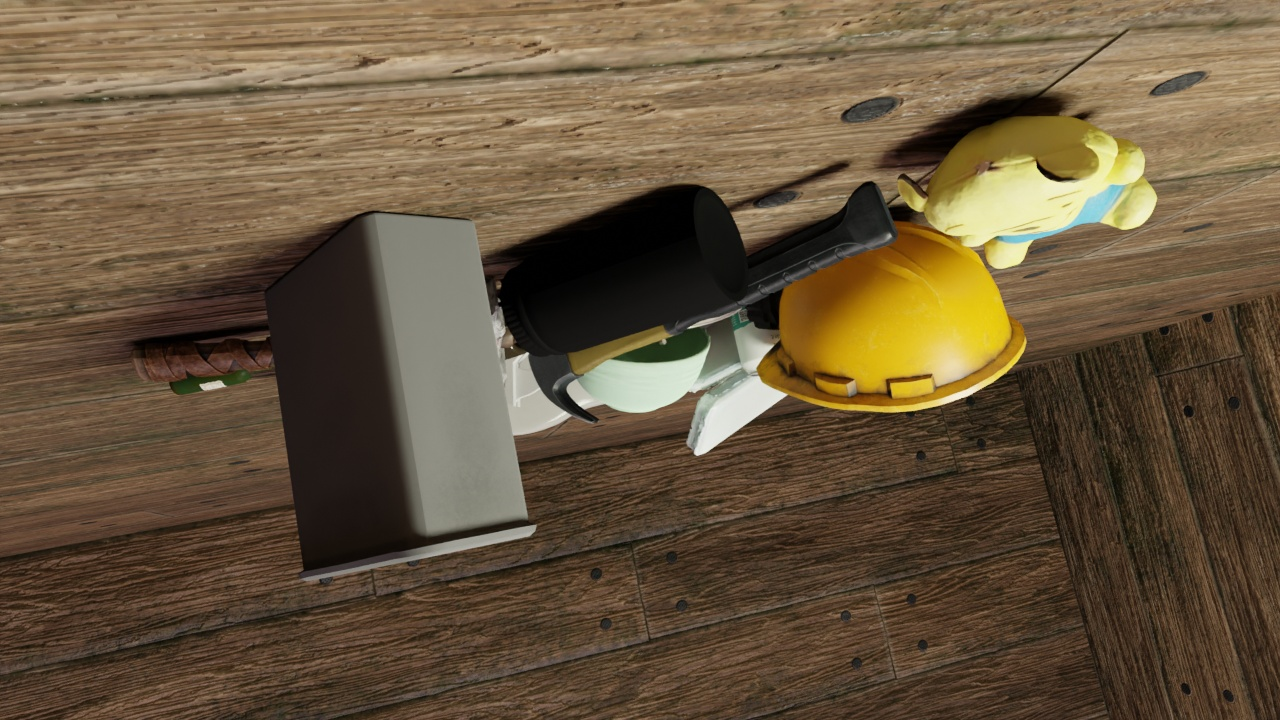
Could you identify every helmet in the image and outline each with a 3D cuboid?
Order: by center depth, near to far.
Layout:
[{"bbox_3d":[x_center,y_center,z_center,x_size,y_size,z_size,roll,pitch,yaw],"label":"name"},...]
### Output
[{"bbox_3d":[0.212,-0.061,0.845,0.256,0.131,0.204,7,-145,46],"label":"helmet"}]

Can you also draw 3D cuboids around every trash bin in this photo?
[{"bbox_3d":[-0.180,0.033,0.655,0.097,0.219,0.192,-3,168,-44],"label":"trash bin"}]

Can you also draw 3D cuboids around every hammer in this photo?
[{"bbox_3d":[0.044,-0.045,0.739,0.334,0.118,0.025,-23,169,27],"label":"hammer"},{"bbox_3d":[-0.267,-0.012,0.799,0.318,0.048,0.122,-5,148,-10],"label":"hammer"}]

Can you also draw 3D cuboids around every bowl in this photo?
[{"bbox_3d":[-0.006,0.006,0.954,0.151,0.077,0.150,3,-157,-1],"label":"bowl"}]

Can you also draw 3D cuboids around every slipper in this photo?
[{"bbox_3d":[-0.096,0.015,1.072,0.265,0.113,0.081,-15,-177,-12],"label":"slipper"}]

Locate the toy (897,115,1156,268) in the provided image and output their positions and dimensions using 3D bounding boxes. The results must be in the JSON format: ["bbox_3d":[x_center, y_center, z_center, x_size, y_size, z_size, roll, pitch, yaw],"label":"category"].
[{"bbox_3d":[0.291,-0.131,0.688,0.149,0.084,0.213,-19,166,40],"label":"toy"}]

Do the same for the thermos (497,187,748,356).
[{"bbox_3d":[-0.025,-0.059,0.712,0.199,0.086,0.086,-16,170,28],"label":"thermos"}]

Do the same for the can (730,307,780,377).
[{"bbox_3d":[0.128,-0.036,0.994,0.055,0.101,0.055,-11,171,-2],"label":"can"}]

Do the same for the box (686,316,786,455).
[{"bbox_3d":[0.101,-0.001,1.076,0.214,0.127,0.106,-30,151,-37],"label":"box"}]

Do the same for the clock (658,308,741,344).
[{"bbox_3d":[0.036,-0.055,0.892,0.103,0.061,0.157,-1,164,-45],"label":"clock"}]

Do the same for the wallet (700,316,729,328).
[{"bbox_3d":[0.086,-0.031,1.186,0.115,0.037,0.119,-9,167,-18],"label":"wallet"}]

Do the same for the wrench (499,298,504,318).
[{"bbox_3d":[-0.089,-0.058,0.838,0.274,0.022,0.073,-18,161,32],"label":"wrench"}]

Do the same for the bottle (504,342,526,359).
[{"bbox_3d":[-0.201,-0.005,0.949,0.185,0.045,0.045,-16,170,25],"label":"bottle"}]

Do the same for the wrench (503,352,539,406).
[{"bbox_3d":[-0.224,0.011,1.002,0.274,0.086,0.018,-4,174,17],"label":"wrench"}]

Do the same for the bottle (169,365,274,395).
[{"bbox_3d":[-0.394,0.012,0.877,0.106,0.025,0.025,-11,171,-1],"label":"bottle"}]
